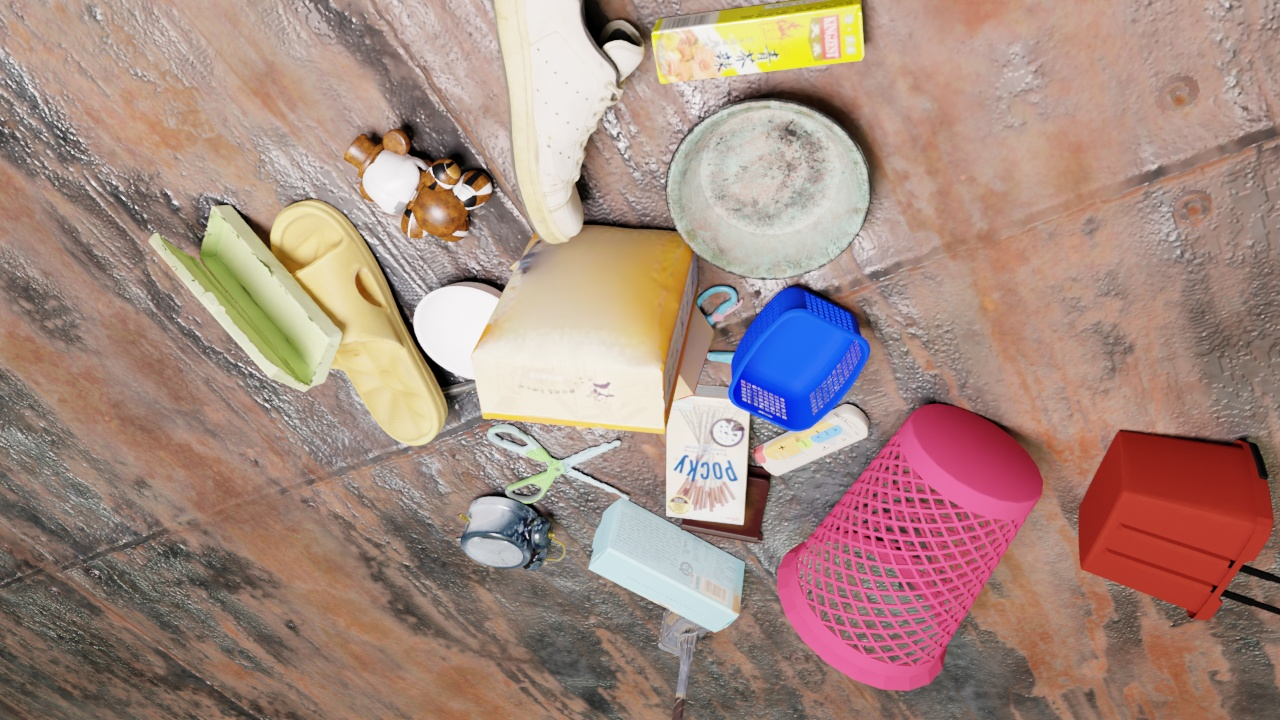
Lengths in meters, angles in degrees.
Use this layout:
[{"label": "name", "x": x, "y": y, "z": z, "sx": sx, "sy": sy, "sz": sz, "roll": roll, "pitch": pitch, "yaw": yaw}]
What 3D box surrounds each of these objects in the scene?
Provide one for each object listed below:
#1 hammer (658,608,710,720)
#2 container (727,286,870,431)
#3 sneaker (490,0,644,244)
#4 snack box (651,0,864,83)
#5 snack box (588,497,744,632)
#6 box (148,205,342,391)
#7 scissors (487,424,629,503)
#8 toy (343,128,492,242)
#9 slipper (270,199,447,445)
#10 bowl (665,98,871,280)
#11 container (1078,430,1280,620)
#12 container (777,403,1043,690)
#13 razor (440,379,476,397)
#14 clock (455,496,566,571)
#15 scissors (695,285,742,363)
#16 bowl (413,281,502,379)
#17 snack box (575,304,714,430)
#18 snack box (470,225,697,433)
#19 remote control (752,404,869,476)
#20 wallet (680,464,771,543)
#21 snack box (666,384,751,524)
[{"label": "hammer", "x": 0.040, "y": 0.391, "z": 0.996, "sx": 0.044, "sy": 0.321, "sz": 0.099, "roll": 25, "pitch": 130, "yaw": -8}, {"label": "container", "x": 0.136, "y": -0.004, "z": 0.807, "sx": 0.096, "sy": 0.058, "sz": 0.114, "roll": 24, "pitch": 123, "yaw": -13}, {"label": "sneaker", "x": -0.046, "y": -0.203, "z": 0.681, "sx": 0.102, "sy": 0.088, "sz": 0.242, "roll": -2, "pitch": 125, "yaw": 4}, {"label": "snack box", "x": 0.084, "y": -0.230, "z": 0.657, "sx": 0.148, "sy": 0.028, "sz": 0.040, "roll": -2, "pitch": 129, "yaw": 15}, {"label": "snack box", "x": 0.032, "y": 0.229, "z": 1.025, "sx": 0.174, "sy": 0.074, "sz": 0.053, "roll": 30, "pitch": 130, "yaw": -13}, {"label": "box", "x": -0.352, "y": -0.053, "z": 0.832, "sx": 0.188, "sy": 0.089, "sz": 0.078, "roll": 42, "pitch": 145, "yaw": 16}, {"label": "scissors", "x": -0.093, "y": 0.113, "z": 0.996, "sx": 0.172, "sy": 0.023, "sz": 0.168, "roll": -28, "pitch": 113, "yaw": 29}, {"label": "toy", "x": -0.191, "y": -0.147, "z": 0.773, "sx": 0.112, "sy": 0.067, "sz": 0.087, "roll": 38, "pitch": 128, "yaw": -7}, {"label": "slipper", "x": -0.278, "y": -0.021, "z": 0.872, "sx": 0.100, "sy": 0.078, "sz": 0.263, "roll": -14, "pitch": 116, "yaw": 29}, {"label": "bowl", "x": 0.100, "y": -0.139, "z": 0.723, "sx": 0.157, "sy": 0.038, "sz": 0.158, "roll": 7, "pitch": 131, "yaw": 8}, {"label": "container", "x": 0.514, "y": 0.154, "z": 0.816, "sx": 0.201, "sy": 0.126, "sz": 0.148, "roll": 14, "pitch": 131, "yaw": 14}, {"label": "container", "x": 0.260, "y": 0.166, "z": 0.867, "sx": 0.183, "sy": 0.182, "sz": 0.226, "roll": 20, "pitch": 123, "yaw": -4}, {"label": "razor", "x": -0.201, "y": 0.033, "z": 0.950, "sx": 0.106, "sy": 0.026, "sz": 0.042, "roll": -14, "pitch": 123, "yaw": 18}, {"label": "clock", "x": -0.147, "y": 0.203, "z": 1.056, "sx": 0.129, "sy": 0.052, "sz": 0.090, "roll": 14, "pitch": 140, "yaw": -3}, {"label": "scissors", "x": 0.069, "y": -0.011, "z": 0.859, "sx": 0.125, "sy": 0.015, "sz": 0.137, "roll": 31, "pitch": 135, "yaw": -12}, {"label": "bowl", "x": -0.154, "y": -0.036, "z": 0.867, "sx": 0.110, "sy": 0.040, "sz": 0.110, "roll": 7, "pitch": 131, "yaw": 8}, {"label": "snack box", "x": -0.005, "y": 0.005, "z": 0.828, "sx": 0.126, "sy": 0.088, "sz": 0.040, "roll": -19, "pitch": 120, "yaw": 32}, {"label": "snack box", "x": -0.037, "y": -0.039, "z": 0.736, "sx": 0.145, "sy": 0.194, "sz": 0.081, "roll": 4, "pitch": 128, "yaw": 10}, {"label": "remote control", "x": 0.167, "y": 0.080, "z": 0.907, "sx": 0.126, "sy": 0.018, "sz": 0.038, "roll": -32, "pitch": 117, "yaw": 35}, {"label": "wallet", "x": 0.092, "y": 0.153, "z": 0.989, "sx": 0.091, "sy": 0.018, "sz": 0.116, "roll": 9, "pitch": 134, "yaw": 6}, {"label": "snack box", "x": 0.067, "y": 0.095, "z": 0.919, "sx": 0.082, "sy": 0.026, "sz": 0.150, "roll": 4, "pitch": 119, "yaw": 9}]
